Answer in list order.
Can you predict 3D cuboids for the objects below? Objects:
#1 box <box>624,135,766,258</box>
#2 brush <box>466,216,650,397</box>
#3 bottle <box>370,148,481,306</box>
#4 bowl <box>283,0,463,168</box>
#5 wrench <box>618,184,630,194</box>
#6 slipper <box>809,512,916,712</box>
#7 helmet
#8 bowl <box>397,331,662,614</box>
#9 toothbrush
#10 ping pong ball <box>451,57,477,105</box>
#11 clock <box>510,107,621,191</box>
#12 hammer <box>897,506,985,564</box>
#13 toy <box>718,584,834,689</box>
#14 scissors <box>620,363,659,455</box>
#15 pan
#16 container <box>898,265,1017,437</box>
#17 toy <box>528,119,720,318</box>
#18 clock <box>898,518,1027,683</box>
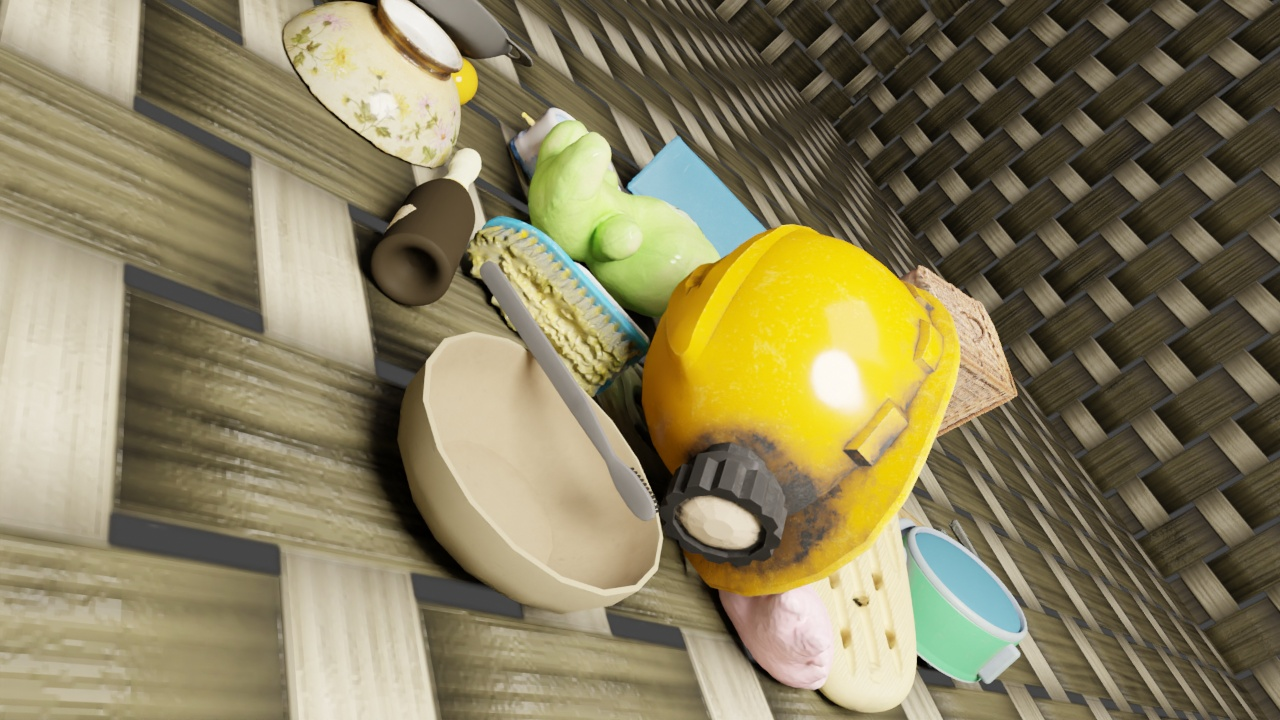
[{"bbox_3d":[0.075,-0.121,1.013,0.231,0.112,0.094,44,68,-9],"label":"box"},{"bbox_3d":[-0.055,-0.043,0.618,0.136,0.055,0.075,48,27,-4],"label":"brush"},{"bbox_3d":[-0.126,-0.097,0.587,0.045,0.045,0.184,40,24,-21],"label":"bottle"},{"bbox_3d":[-0.175,-0.214,0.658,0.145,0.063,0.145,39,25,-22],"label":"bowl"},{"bbox_3d":[0.034,-0.067,0.872,0.073,0.018,0.273,4,51,-60],"label":"wrench"},{"bbox_3d":[0.128,0.124,0.671,0.111,0.079,0.261,8,57,-22],"label":"slipper"},{"bbox_3d":[0.074,0.001,0.572,0.131,0.206,0.254,45,42,-21],"label":"helmet"},{"bbox_3d":[-0.060,0.061,0.454,0.152,0.051,0.152,40,24,-22],"label":"bowl"},{"bbox_3d":[-0.040,0.013,0.481,0.167,0.013,0.013,55,15,14],"label":"toothbrush"},{"bbox_3d":[-0.153,-0.229,0.750,0.040,0.040,0.040,39,25,-23],"label":"ping pong ball"},{"bbox_3d":[-0.060,-0.174,0.826,0.125,0.052,0.088,24,33,-51],"label":"clock"},{"bbox_3d":[0.254,0.157,0.907,0.330,0.033,0.132,37,27,-26],"label":"hammer"},{"bbox_3d":[0.086,0.156,0.550,0.099,0.052,0.096,53,-16,9],"label":"toy"},{"bbox_3d":[-0.010,0.008,0.676,0.165,0.013,0.150,43,22,-22],"label":"scissors"},{"bbox_3d":[-0.241,-0.322,0.703,0.354,0.024,0.216,32,1,-12],"label":"pan"},{"bbox_3d":[0.239,0.011,0.888,0.112,0.199,0.113,29,42,-34],"label":"container"},{"bbox_3d":[-0.012,-0.099,0.742,0.197,0.107,0.150,47,4,-28],"label":"toy"},{"bbox_3d":[0.240,0.193,0.778,0.161,0.075,0.121,41,22,12],"label":"clock"}]
